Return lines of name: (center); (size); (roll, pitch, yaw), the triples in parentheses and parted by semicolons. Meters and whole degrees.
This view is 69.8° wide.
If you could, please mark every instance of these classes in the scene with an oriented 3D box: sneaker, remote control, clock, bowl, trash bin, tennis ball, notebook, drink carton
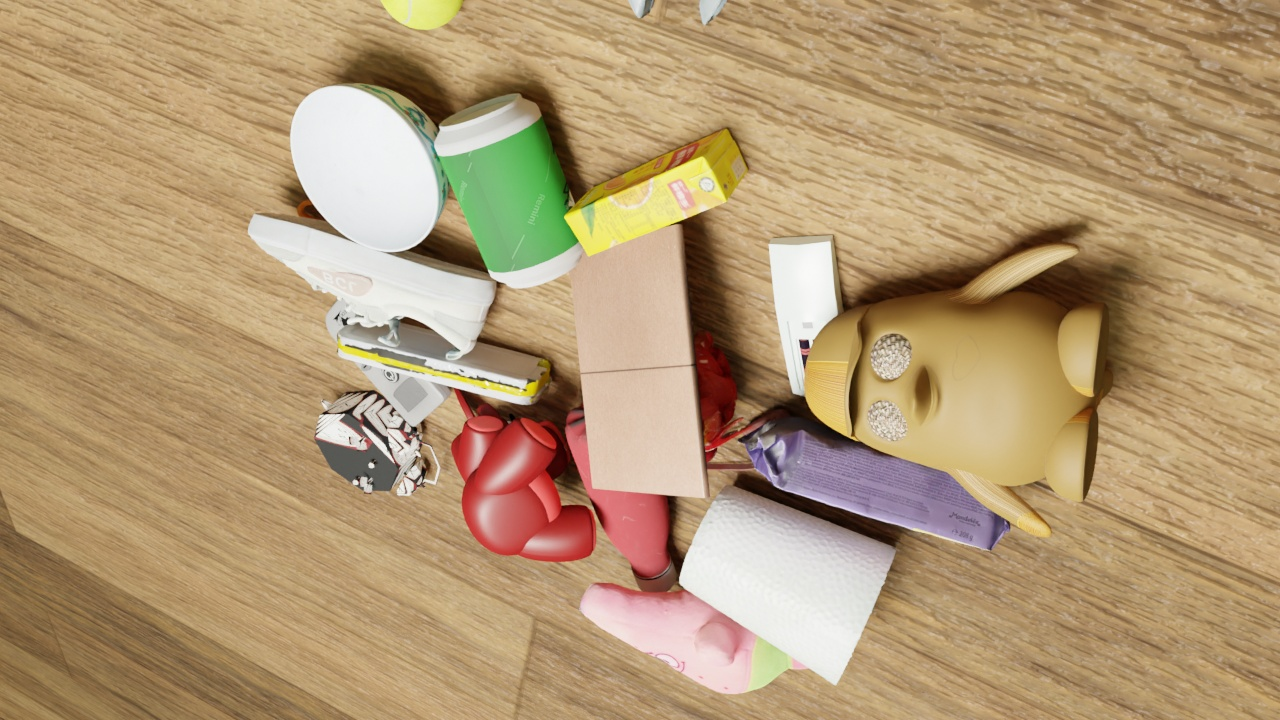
sneaker: (-0.257, -0.068, 0.852); (0.242, 0.089, 0.091); (19, 102, 5)
remote control: (-0.269, -0.002, 0.963); (0.151, 0.019, 0.074); (50, 130, -5)
remote control: (0.137, -0.029, 0.736); (0.050, 0.024, 0.143); (1, 123, 27)
clock: (-0.294, 0.102, 1.028); (0.155, 0.064, 0.115); (17, 129, 18)
bowl: (-0.215, -0.174, 0.784); (0.144, 0.074, 0.144); (14, 128, 19)
trash bin: (0.130, 0.195, 0.836); (0.161, 0.133, 0.133); (24, 131, 17)
tennis ball: (-0.164, -0.282, 0.686); (0.065, 0.065, 0.065); (14, 128, 19)
notebook: (-0.004, 0.004, 0.752); (0.142, 0.008, 0.209); (-5, 92, 50)
drink carton: (0.012, -0.127, 0.709); (0.135, 0.058, 0.043); (-17, 115, 35)

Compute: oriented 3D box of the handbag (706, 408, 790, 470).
handbag: (0.094, 0.082, 0.840); (0.120, 0.029, 0.055); (-21, 109, 42)

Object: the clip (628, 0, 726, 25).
clip: (0.047, -0.300, 0.590); (0.127, 0.028, 0.167); (16, 129, 15)

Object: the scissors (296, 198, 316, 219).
scissors: (-0.286, -0.105, 0.911); (0.133, 0.012, 0.097); (29, 128, 4)

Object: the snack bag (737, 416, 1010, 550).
snack bag: (0.184, 0.092, 0.732); (0.205, 0.096, 0.058); (17, 91, -2)

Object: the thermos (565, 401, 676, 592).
thermos: (-0.009, 0.142, 0.903); (0.073, 0.073, 0.240); (3, 129, 26)

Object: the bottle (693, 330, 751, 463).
bottle: (0.039, 0.034, 0.786); (0.099, 0.098, 0.111); (13, 121, 19)

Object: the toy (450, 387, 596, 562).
toy: (-0.126, 0.110, 0.905); (0.158, 0.120, 0.197); (62, 170, -24)

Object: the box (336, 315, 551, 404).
box: (-0.190, -0.003, 0.887); (0.209, 0.064, 0.033); (13, 114, 10)

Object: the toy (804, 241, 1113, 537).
toy: (0.212, 0.014, 0.648); (0.204, 0.162, 0.198); (7, 97, 32)

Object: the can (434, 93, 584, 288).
can: (-0.103, -0.136, 0.744); (0.088, 0.087, 0.140); (-4, 120, 30)

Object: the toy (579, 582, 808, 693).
toy: (0.055, 0.270, 0.908); (0.236, 0.096, 0.192); (15, 163, -3)
